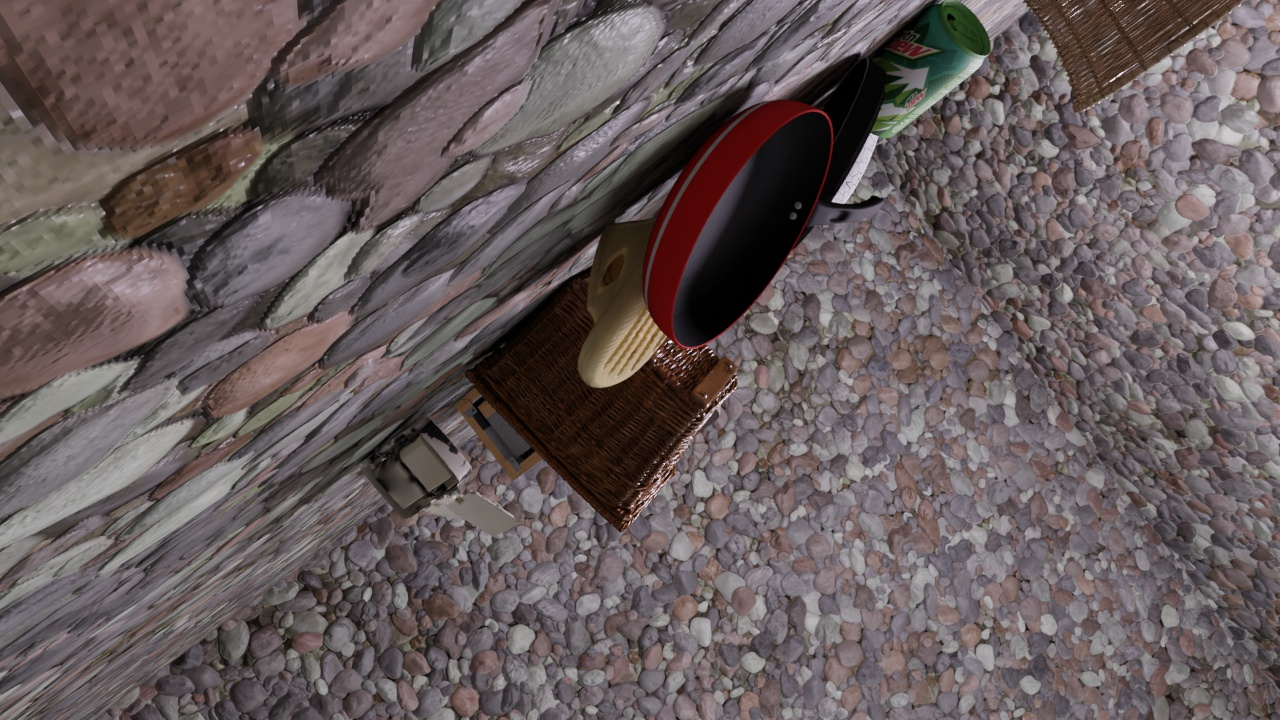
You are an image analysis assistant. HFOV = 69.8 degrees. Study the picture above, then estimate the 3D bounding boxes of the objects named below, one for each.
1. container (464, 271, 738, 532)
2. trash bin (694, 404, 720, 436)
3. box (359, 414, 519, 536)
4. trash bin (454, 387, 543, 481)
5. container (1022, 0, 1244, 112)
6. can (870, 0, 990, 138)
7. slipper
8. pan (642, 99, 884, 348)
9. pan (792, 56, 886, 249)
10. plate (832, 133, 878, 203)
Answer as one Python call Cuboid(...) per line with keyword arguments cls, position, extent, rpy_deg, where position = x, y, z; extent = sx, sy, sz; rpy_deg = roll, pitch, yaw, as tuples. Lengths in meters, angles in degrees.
Cuboid(cls="container", position=(-0.028, 0.021, 1.020), extent=(0.184, 0.250, 0.161), rpy_deg=(-48, 175, 30))
Cuboid(cls="trash bin", position=(-0.007, 0.007, 1.199), extent=(0.114, 0.229, 0.114), rpy_deg=(-37, -179, 8))
Cuboid(cls="box", position=(-0.251, 0.156, 1.149), extent=(0.146, 0.185, 0.065), rpy_deg=(-31, -150, 39))
Cuboid(cls="trash bin", position=(-0.131, 0.045, 1.407), extent=(0.143, 0.142, 0.246), rpy_deg=(-37, -179, 33))
Cuboid(cls="container", position=(0.553, -0.440, 1.067), extent=(0.227, 0.196, 0.227), rpy_deg=(-37, -179, 0))
Cuboid(cls="can", position=(0.301, -0.317, 1.005), extent=(0.082, 0.083, 0.144), rpy_deg=(-38, -179, -41))
Cuboid(cls="slipper", position=(0.015, -0.098, 0.800), extent=(0.261, 0.079, 0.111), rpy_deg=(-56, 156, 8))
Cuboid(cls="pan", position=(0.119, -0.124, 0.780), extent=(0.355, 0.067, 0.209), rpy_deg=(-25, 144, -52))
Cuboid(cls="pan", position=(0.171, -0.186, 1.024), extent=(0.224, 0.034, 0.357), rpy_deg=(-64, -175, -24))
Cuboid(cls="plate", position=(0.265, -0.282, 1.157), extent=(0.188, 0.016, 0.189), rpy_deg=(-46, 150, -37))
